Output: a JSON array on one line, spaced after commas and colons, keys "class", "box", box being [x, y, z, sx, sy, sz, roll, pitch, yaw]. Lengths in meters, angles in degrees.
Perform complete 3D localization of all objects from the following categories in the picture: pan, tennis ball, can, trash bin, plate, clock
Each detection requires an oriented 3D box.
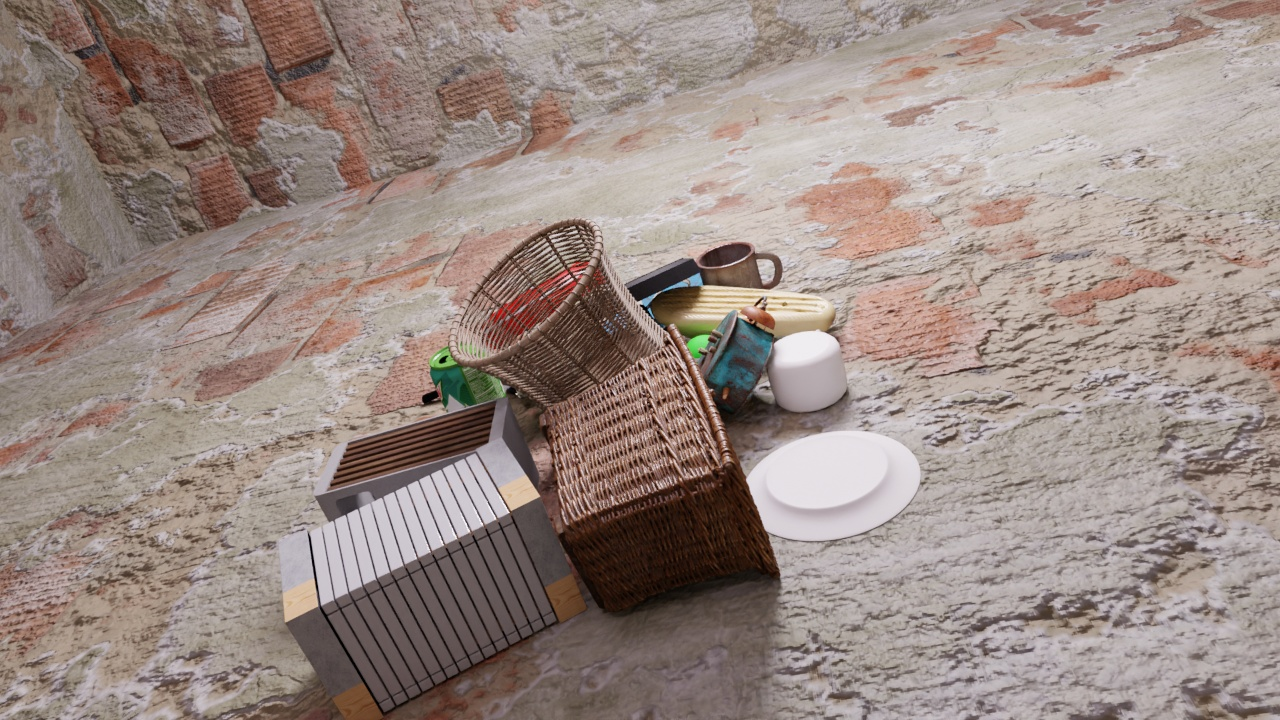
[{"class": "pan", "box": [-0.208, -0.044, 1.407, 0.357, 0.067, 0.208, -30, 6, 15]}, {"class": "tennis ball", "box": [0.088, -0.002, 1.237, 0.065, 0.065, 0.065, -15, 26, 7]}, {"class": "can", "box": [-0.226, 0.051, 1.248, 0.083, 0.144, 0.083, -15, 26, 7]}, {"class": "trash bin", "box": [-0.252, 0.148, 1.110, 0.229, 0.114, 0.114, -16, 26, 5]}, {"class": "pan", "box": [-0.080, -0.066, 1.332, 0.356, 0.034, 0.225, -24, 4, 5]}, {"class": "plate", "box": [0.199, 0.123, 0.976, 0.189, 0.016, 0.188, -15, 26, 7]}, {"class": "trash bin", "box": [-0.209, 0.216, 0.917, 0.246, 0.142, 0.142, -25, 27, -14]}, {"class": "clock", "box": [0.115, -0.015, 1.148, 0.157, 0.073, 0.121, -64, 5, -18]}]

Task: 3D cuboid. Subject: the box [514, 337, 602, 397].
[{"class": "box", "box": [-0.118, 0.005, 1.326, 0.145, 0.066, 0.186, -19, -2, -4]}]

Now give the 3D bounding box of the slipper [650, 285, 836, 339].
[{"class": "slipper", "box": [0.140, -0.049, 1.284, 0.262, 0.079, 0.111, 3, 28, 17]}]

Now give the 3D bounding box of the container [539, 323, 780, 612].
[{"class": "container", "box": [0.007, 0.117, 0.933, 0.183, 0.162, 0.249, -23, 34, 2]}]

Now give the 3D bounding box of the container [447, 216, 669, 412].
[{"class": "container", "box": [-0.082, -0.025, 1.111, 0.227, 0.196, 0.226, -28, 35, 22]}]

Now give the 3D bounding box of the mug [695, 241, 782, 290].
[{"class": "mug", "box": [0.154, -0.116, 1.373, 0.123, 0.110, 0.096, -12, 32, 13]}]

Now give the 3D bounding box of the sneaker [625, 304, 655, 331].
[{"class": "sneaker", "box": [-0.007, 0.007, 1.276, 0.102, 0.089, 0.241, -28, 25, 9]}]

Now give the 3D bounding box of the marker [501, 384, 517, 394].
[{"class": "marker", "box": [-0.226, 0.040, 1.424, 0.152, 0.011, 0.011, 9, 37, 44]}]

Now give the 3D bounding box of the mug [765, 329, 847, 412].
[{"class": "mug", "box": [0.209, 0.006, 1.138, 0.094, 0.068, 0.115, -1, 31, 32]}]

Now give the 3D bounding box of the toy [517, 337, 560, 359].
[{"class": "toy", "box": [-0.158, -0.020, 1.452, 0.102, 0.050, 0.093, -26, 26, -3]}]

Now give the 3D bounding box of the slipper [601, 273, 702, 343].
[{"class": "slipper", "box": [0.027, -0.105, 1.491, 0.118, 0.060, 0.293, 3, 33, 43]}]
